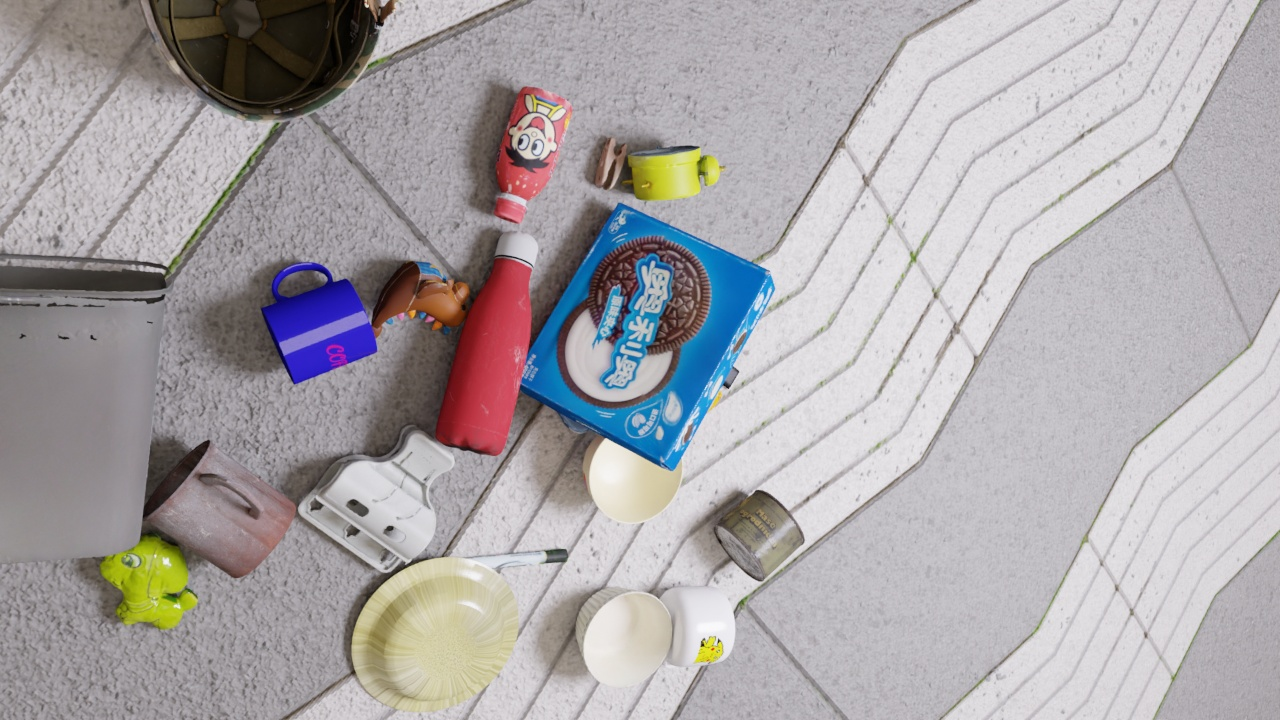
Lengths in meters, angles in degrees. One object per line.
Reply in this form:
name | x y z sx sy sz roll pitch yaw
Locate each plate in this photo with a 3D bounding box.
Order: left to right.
plate | -0.216 0.308 0.998 0.184 0.036 0.184 -6 105 -24

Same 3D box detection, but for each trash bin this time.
trash bin | -0.495 0.034 0.754 0.197 0.197 0.220 0 102 -28

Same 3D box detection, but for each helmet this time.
helmet | -0.314 -0.314 0.761 0.192 0.236 0.224 9 103 -32

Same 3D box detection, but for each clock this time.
clock | 0.041 -0.216 1.041 0.119 0.083 0.057 -13 108 -21

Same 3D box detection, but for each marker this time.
marker | -0.152 0.228 1.041 0.146 0.017 0.017 0 97 -26

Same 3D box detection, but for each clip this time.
clip | -0.257 0.139 0.948 0.150 0.089 0.125 -46 117 -3
clip | -0.036 -0.224 1.034 0.061 0.026 0.049 -40 111 -18

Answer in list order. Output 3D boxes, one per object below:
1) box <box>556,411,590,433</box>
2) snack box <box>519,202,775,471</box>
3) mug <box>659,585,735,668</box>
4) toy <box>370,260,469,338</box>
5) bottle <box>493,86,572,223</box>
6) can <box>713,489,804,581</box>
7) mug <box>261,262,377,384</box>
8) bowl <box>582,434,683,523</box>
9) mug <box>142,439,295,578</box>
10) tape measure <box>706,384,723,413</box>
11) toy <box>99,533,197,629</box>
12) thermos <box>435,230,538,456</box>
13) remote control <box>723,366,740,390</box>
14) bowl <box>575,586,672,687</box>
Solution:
box | -0.006 0.006 1.057 0.209 0.052 0.067 -34 107 -14
snack box | 0.005 -0.028 0.998 0.238 0.195 0.056 -60 161 -8
mug | 0.061 0.332 1.122 0.068 0.094 0.116 3 118 -25
toy | -0.228 -0.051 0.949 0.103 0.070 0.090 -52 134 -2
bottle | -0.120 -0.214 0.973 0.062 0.062 0.137 19 87 -27
can | 0.149 0.218 1.148 0.074 0.090 0.090 -38 111 -17
mug | -0.319 -0.043 0.894 0.083 0.079 0.111 -24 82 -22
bowl | -0.020 0.121 1.060 0.117 0.074 0.118 -4 98 -26
mug | -0.385 0.138 0.856 0.110 0.123 0.096 41 53 -28
tape measure | 0.066 0.040 1.117 0.068 0.030 0.059 -41 114 -16
toy | -0.467 0.211 0.872 0.094 0.036 0.093 22 93 -29
thermos | -0.153 -0.022 0.967 0.073 0.073 0.239 19 76 -27
remote control | 0.075 -0.007 1.125 0.124 0.012 0.028 37 80 -26
bowl | -0.027 0.320 1.089 0.115 0.062 0.115 -4 98 -26
